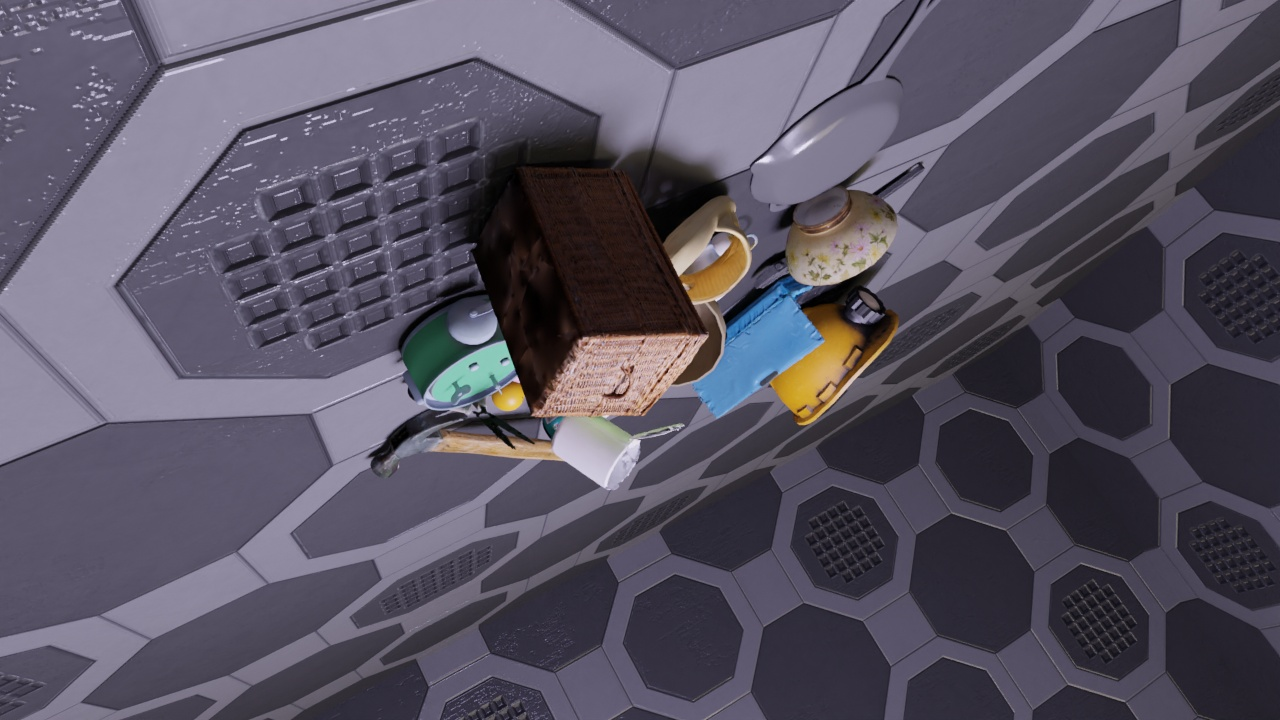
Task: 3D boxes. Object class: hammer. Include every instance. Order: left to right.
[{"bbox_3d":[-0.179,0.111,1.202,0.132,0.033,0.329,-44,148,25],"label":"hammer"}]

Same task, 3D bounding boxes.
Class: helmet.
[{"bbox_3d":[0.299,-0.022,1.557,0.256,0.131,0.204,-50,-173,34],"label":"helmet"}]

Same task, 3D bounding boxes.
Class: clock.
[{"bbox_3d":[-0.157,-0.015,0.899,0.121,0.075,0.162,-11,153,-49],"label":"clock"},{"bbox_3d":[0.085,-0.111,1.086,0.125,0.052,0.088,-38,161,11],"label":"clock"}]

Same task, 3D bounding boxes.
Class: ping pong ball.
[{"bbox_3d":[-0.161,0.041,1.113,0.040,0.040,0.040,-28,163,-10],"label":"ping pong ball"}]

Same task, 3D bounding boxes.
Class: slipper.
[{"bbox_3d":[0.057,-0.093,0.900,0.111,0.079,0.260,-44,-178,21],"label":"slipper"}]

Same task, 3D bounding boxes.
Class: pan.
[{"bbox_3d":[0.229,-0.259,0.952,0.216,0.024,0.356,-21,161,-29],"label":"pan"}]

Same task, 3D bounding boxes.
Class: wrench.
[{"bbox_3d":[0.269,-0.181,1.250,0.273,0.018,0.073,-36,172,10],"label":"wrench"}]

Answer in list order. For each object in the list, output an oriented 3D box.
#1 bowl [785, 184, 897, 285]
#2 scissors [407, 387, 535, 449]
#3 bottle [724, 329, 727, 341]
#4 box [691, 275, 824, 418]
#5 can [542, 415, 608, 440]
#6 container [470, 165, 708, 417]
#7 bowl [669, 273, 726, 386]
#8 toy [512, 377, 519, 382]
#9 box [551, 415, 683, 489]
[{"bbox_3d":[0.228,-0.164,1.100,0.145,0.145,0.063,-34,126,10],"label":"bowl"},{"bbox_3d":[-0.169,0.047,0.969,0.150,0.165,0.013,-63,163,-64],"label":"scissors"},{"bbox_3d":[0.061,0.005,1.377,0.045,0.045,0.185,-15,157,-42],"label":"bottle"},{"bbox_3d":[0.178,-0.019,1.374,0.232,0.112,0.094,-40,170,35],"label":"box"},{"bbox_3d":[-0.088,0.075,1.309,0.102,0.055,0.055,-35,163,13],"label":"can"},{"bbox_3d":[-0.048,-0.057,0.757,0.112,0.198,0.114,-2,144,-36],"label":"container"},{"bbox_3d":[0.027,-0.045,1.055,0.153,0.152,0.050,-45,-166,39],"label":"bowl"},{"bbox_3d":[-0.123,0.005,1.053,0.095,0.052,0.099,-1,171,-24],"label":"toy"},{"bbox_3d":[-0.031,0.100,1.190,0.136,0.147,0.084,-61,159,14],"label":"box"}]
